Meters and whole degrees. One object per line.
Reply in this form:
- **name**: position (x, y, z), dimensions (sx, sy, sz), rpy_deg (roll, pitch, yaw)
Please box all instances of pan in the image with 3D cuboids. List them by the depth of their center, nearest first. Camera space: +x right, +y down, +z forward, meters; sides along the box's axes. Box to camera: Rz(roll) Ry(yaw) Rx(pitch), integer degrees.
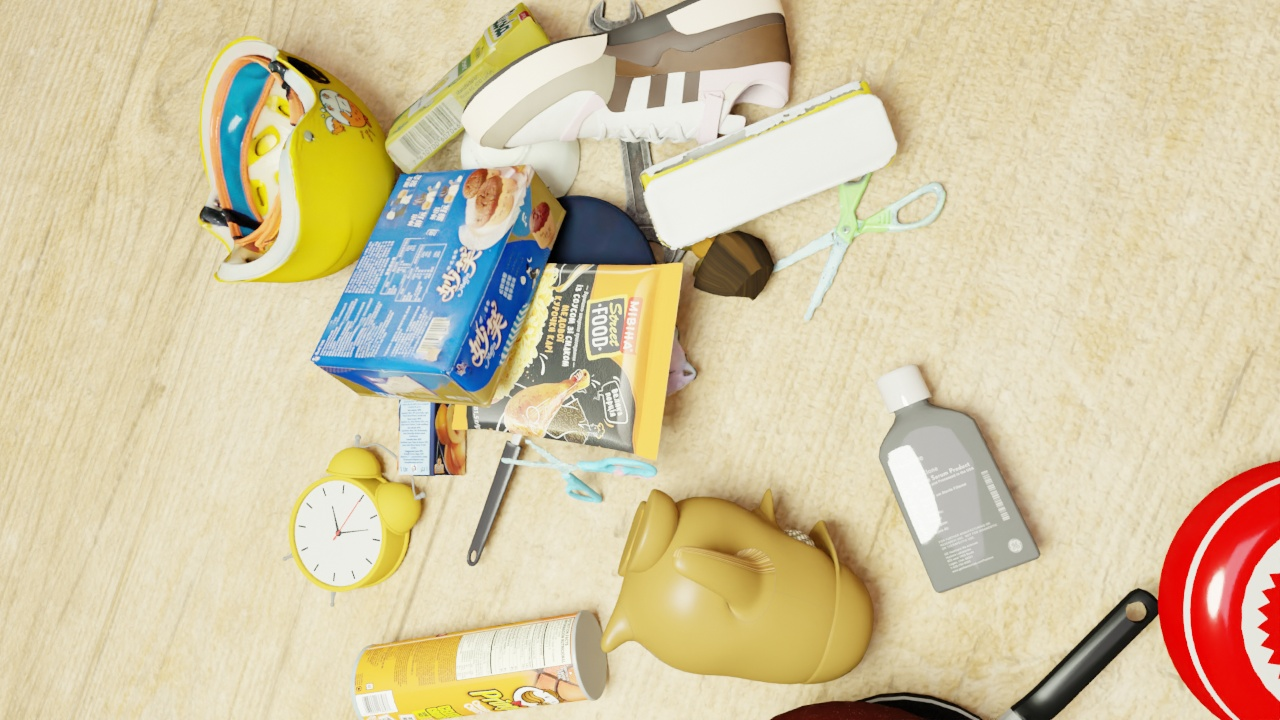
- **pan**: position (0.455, 0.244, 0.644), dimensions (0.209, 0.067, 0.356), rpy_deg (18, 91, 4)
- **pan**: position (0.263, 0.308, 0.709), dimensions (0.204, 0.044, 0.356), rpy_deg (43, 97, 16)
- **pan**: position (-0.095, 0.023, 0.838), dimensions (0.199, 0.021, 0.356), rpy_deg (23, 95, 32)

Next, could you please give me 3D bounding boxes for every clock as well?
- **clock**: position (-0.273, 0.152, 0.879), dimensions (0.113, 0.052, 0.152), rpy_deg (37, 99, 16)

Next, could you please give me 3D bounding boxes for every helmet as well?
- **helmet**: position (0.140, 0.354, 0.622), dimensions (0.233, 0.253, 0.233), rpy_deg (3, 75, 10)
- **helmet**: position (-0.320, -0.184, 0.877), dimensions (0.210, 0.139, 0.239), rpy_deg (-46, 57, 32)

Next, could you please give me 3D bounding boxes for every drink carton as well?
- **drink carton**: position (-0.194, 0.043, 0.858), dimensions (0.040, 0.064, 0.130), rpy_deg (-2, 84, 17)

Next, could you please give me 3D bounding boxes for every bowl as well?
- **bowl**: position (-0.120, -0.197, 0.861), dimensions (0.113, 0.063, 0.113), rpy_deg (-2, 83, 16)

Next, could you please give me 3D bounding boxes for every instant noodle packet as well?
- **instant noodle packet**: position (-0.070, -0.009, 0.795), dimensions (0.221, 0.032, 0.159), rpy_deg (5, 85, 32)

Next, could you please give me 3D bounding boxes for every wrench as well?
- **wrench**: position (-0.007, -0.211, 0.856), dimensions (0.070, 0.010, 0.273), rpy_deg (-10, 82, 15)

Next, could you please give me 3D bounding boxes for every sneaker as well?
- **sneaker**: position (-0.002, -0.219, 0.791), dimensions (0.293, 0.112, 0.116), rpy_deg (-22, 91, -10)

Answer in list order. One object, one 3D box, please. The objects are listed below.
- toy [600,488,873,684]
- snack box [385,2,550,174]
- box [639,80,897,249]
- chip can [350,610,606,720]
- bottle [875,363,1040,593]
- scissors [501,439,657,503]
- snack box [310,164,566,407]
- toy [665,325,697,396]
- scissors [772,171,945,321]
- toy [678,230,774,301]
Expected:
- **toy**: position (0.088, 0.180, 0.727), dimensions (0.203, 0.199, 0.162), rpy_deg (19, 72, -2)
- **snack box**: position (-0.164, -0.255, 0.853), dimensions (0.181, 0.121, 0.045), rpy_deg (-38, 117, 11)
- **box**: position (0.105, -0.168, 0.788), dimensions (0.210, 0.080, 0.079), rpy_deg (-21, 99, 9)
- **chip can**: position (-0.143, 0.276, 0.815), dimensions (0.215, 0.075, 0.075), rpy_deg (-13, 81, 15)
- **bottle**: position (0.240, 0.088, 0.736), dimensions (0.084, 0.046, 0.173), rpy_deg (-24, 79, 13)
- **scissors**: position (-0.050, 0.098, 0.785), dimensions (0.135, 0.136, 0.015), rpy_deg (8, 62, 12)
- **snack box**: position (-0.173, -0.067, 0.801), dimensions (0.155, 0.069, 0.202), rpy_deg (3, 62, 31)
- **toy**: position (-0.005, 0.005, 0.822), dimensions (0.100, 0.036, 0.080), rpy_deg (-27, 68, 13)
- **scissors**: position (0.175, -0.118, 0.795), dimensions (0.170, 0.028, 0.138), rpy_deg (-29, 79, 8)
- **toy**: position (0.067, -0.092, 0.803), dimensions (0.076, 0.063, 0.100), rpy_deg (-34, 57, -22)
